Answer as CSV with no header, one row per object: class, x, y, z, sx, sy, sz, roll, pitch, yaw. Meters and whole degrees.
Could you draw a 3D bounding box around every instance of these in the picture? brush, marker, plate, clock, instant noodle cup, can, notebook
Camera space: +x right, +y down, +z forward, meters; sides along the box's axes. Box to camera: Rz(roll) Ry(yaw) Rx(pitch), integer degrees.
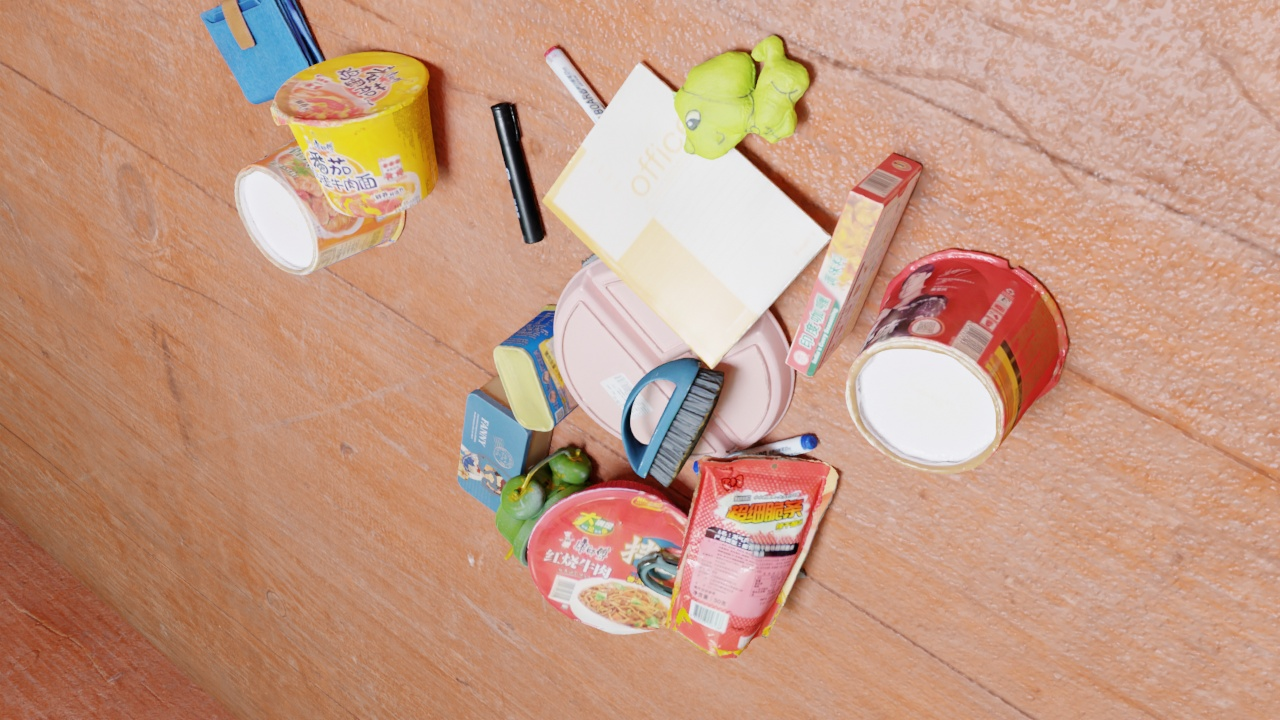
brush,0.021,0.050,0.804,0.073,0.055,0.144,25,134,2
marker,-0.112,-0.171,0.848,0.022,0.020,0.132,-7,118,9
plate,0.023,0.005,0.825,0.230,0.028,0.230,13,132,15
clock,-0.104,0.157,1.013,0.056,0.115,0.162,39,140,24
instant noodle cup,-0.342,-0.166,0.967,0.151,0.111,0.152,21,131,26
can,-0.092,0.008,0.915,0.057,0.083,0.102,4,122,37
instant noodle cup,-0.021,0.197,0.972,0.194,0.065,0.194,2,118,3
marker,-0.030,-0.199,0.762,0.145,0.017,0.017,52,137,-5
instant noodle cup,-0.256,-0.208,0.859,0.138,0.137,0.110,22,139,25
instant noodle cup,0.214,0.005,0.648,0.138,0.108,0.138,21,131,26
marker,0.105,0.090,0.865,0.146,0.016,0.017,-21,106,45
notebook,0.030,-0.114,0.730,0.206,0.010,0.146,46,116,11

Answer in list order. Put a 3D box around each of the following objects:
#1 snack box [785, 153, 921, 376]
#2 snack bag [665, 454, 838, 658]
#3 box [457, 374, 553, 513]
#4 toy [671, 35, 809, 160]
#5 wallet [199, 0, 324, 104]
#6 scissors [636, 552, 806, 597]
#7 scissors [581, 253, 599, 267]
snack box,0.153,-0.066,0.667,0.027,0.076,0.156,30,134,18
snack bag,0.096,0.179,0.859,0.128,0.073,0.208,8,116,-8
box,-0.152,0.093,1.041,0.090,0.063,0.185,30,136,17
toy,0.071,-0.191,0.670,0.100,0.031,0.097,24,112,22
wallet,-0.387,-0.324,0.945,0.133,0.040,0.106,1,125,37
scissors,0.078,0.182,0.908,0.174,0.019,0.170,0,117,5
scissors,0.033,-0.087,0.795,0.182,0.015,0.210,40,137,7
